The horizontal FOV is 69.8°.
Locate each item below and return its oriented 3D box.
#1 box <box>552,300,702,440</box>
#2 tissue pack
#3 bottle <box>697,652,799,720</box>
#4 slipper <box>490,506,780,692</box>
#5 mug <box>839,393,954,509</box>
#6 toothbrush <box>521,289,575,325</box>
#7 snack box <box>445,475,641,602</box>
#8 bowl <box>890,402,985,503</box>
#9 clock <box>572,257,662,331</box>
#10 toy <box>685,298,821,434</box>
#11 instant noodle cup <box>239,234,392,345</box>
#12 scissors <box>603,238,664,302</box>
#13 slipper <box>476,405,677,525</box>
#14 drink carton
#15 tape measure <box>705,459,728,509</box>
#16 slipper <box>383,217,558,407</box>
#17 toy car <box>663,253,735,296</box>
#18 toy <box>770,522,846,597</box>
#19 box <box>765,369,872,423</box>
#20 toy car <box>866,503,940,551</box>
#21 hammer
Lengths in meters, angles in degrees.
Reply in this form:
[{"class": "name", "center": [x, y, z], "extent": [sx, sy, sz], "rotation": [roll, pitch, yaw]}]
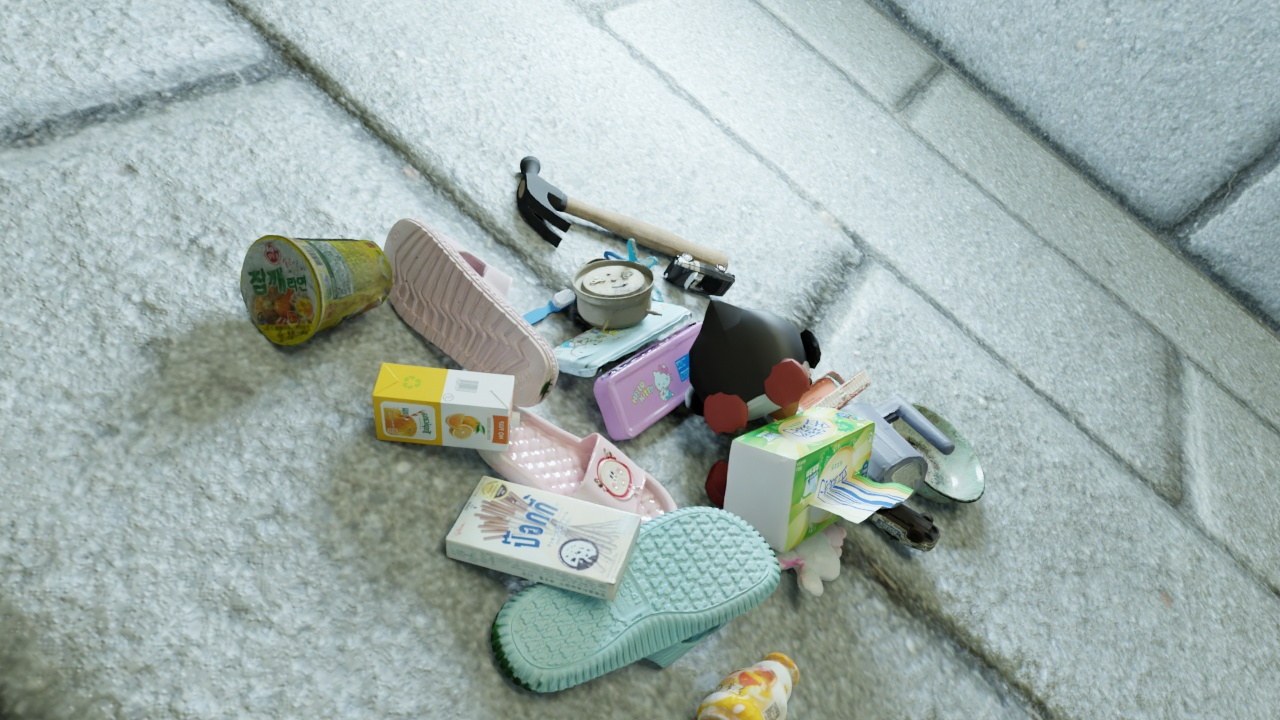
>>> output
[{"class": "box", "center": [0.000, -0.003, 1.030], "extent": [0.140, 0.062, 0.213], "rotation": [44, 38, 12]}, {"class": "tissue pack", "center": [0.197, 0.127, 0.956], "extent": [0.141, 0.120, 0.197], "rotation": [15, 24, 35]}, {"class": "bottle", "center": [0.098, 0.297, 0.797], "extent": [0.063, 0.063, 0.108], "rotation": [48, 40, 13]}, {"class": "slipper", "center": [-0.003, 0.210, 0.804], "extent": [0.275, 0.070, 0.116], "rotation": [-18, 64, -29]}, {"class": "mug", "center": [0.291, 0.102, 1.084], "extent": [0.124, 0.084, 0.104], "rotation": [-29, 42, -10]}, {"class": "toothbrush", "center": [-0.124, -0.046, 1.007], "extent": [0.016, 0.014, 0.166], "rotation": [45, 39, 9]}, {"class": "snack box", "center": [-0.082, 0.150, 0.783], "extent": [0.150, 0.026, 0.081], "rotation": [12, 38, 12]}, {"class": "bowl", "center": [0.378, 0.128, 1.207], "extent": [0.157, 0.039, 0.157], "rotation": [21, 41, -20]}, {"class": "clock", "center": [-0.038, -0.082, 1.065], "extent": [0.092, 0.055, 0.141], "rotation": [-15, 35, -20]}, {"class": "toy", "center": [0.132, 0.003, 1.048], "extent": [0.140, 0.159, 0.184], "rotation": [67, 17, 13]}, {"class": "instant noodle cup", "center": [-0.292, -0.072, 0.845], "extent": [0.102, 0.102, 0.108], "rotation": [47, 30, 11]}, {"class": "scissors", "center": [-0.013, -0.119, 1.102], "extent": [0.113, 0.141, 0.013], "rotation": [37, 78, 20]}, {"class": "slipper", "center": [-0.057, 0.106, 0.875], "extent": [0.221, 0.056, 0.106], "rotation": [31, 37, -6]}, {"class": "drink carton", "center": [-0.169, 0.042, 0.812], "extent": [0.122, 0.059, 0.040], "rotation": [6, 45, -4]}, {"class": "tape measure", "center": [0.100, 0.140, 0.992], "extent": [0.059, 0.019, 0.051], "rotation": [34, 38, -6]}, {"class": "slipper", "center": [-0.164, -0.047, 0.909], "extent": [0.239, 0.094, 0.064], "rotation": [43, 26, 17]}, {"class": "toy car", "center": [0.079, -0.108, 1.206], "extent": [0.092, 0.040, 0.037], "rotation": [15, 46, -23]}, {"class": "toy", "center": [0.180, 0.204, 0.975], "extent": [0.076, 0.037, 0.125], "rotation": [39, 34, 16]}, {"class": "box", "center": [0.231, 0.047, 1.163], "extent": [0.076, 0.055, 0.186], "rotation": [19, 27, 30]}, {"class": "toy car", "center": [0.299, 0.188, 1.089], "extent": [0.113, 0.041, 0.048], "rotation": [32, 35, 21]}, {"class": "hammer", "center": [-0.016, -0.170, 1.204], "extent": [0.305, 0.040, 0.132], "rotation": [18, 39, -25]}]
